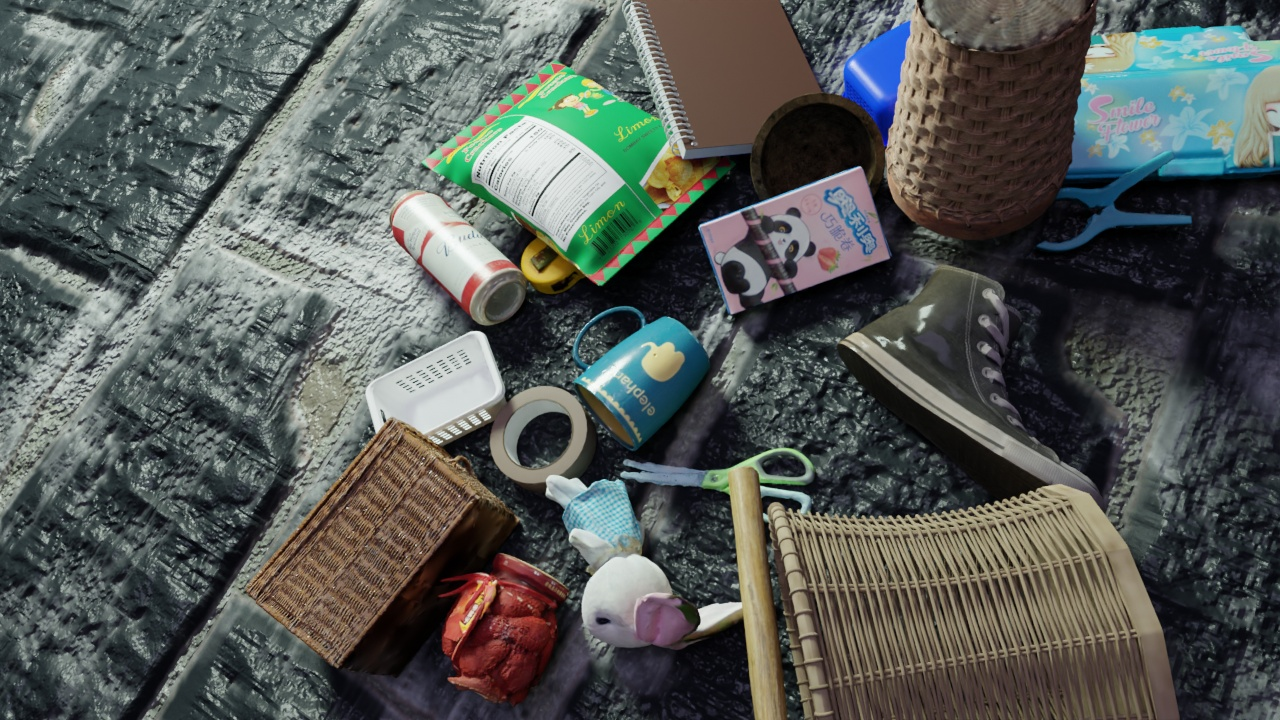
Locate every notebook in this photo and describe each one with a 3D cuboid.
[{"bbox_3d":[0.088,-0.293,0.928,0.171,0.022,0.209,-9,62,-14],"label":"notebook"}]

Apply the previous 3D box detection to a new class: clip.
[{"bbox_3d":[0.397,-0.114,0.779,0.127,0.028,0.113,-6,89,18],"label":"clip"}]

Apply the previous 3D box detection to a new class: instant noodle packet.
[{"bbox_3d":[-0.064,-0.197,0.917,0.253,0.090,0.195,36,67,24],"label":"instant noodle packet"}]

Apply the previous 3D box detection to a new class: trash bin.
[{"bbox_3d":[0.267,-0.210,0.713,0.151,0.210,0.151,-6,65,13],"label":"trash bin"}]

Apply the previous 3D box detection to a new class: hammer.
[{"bbox_3d":[0.091,0.237,0.652,0.033,0.132,0.329,-9,66,9],"label":"hammer"}]

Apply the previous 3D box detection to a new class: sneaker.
[{"bbox_3d":[0.282,0.024,0.725,0.120,0.095,0.235,-42,55,-5],"label":"sneaker"}]

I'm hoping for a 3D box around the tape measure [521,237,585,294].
[{"bbox_3d":[-0.090,-0.099,0.922,0.059,0.030,0.068,-41,61,-7],"label":"tape measure"}]

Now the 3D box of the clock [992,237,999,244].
[{"bbox_3d":[0.288,-0.164,0.831,0.124,0.044,0.087,36,80,27],"label":"clock"}]

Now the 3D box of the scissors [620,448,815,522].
[{"bbox_3d":[0.064,0.100,0.797,0.176,0.033,0.072,7,72,16],"label":"scissors"}]

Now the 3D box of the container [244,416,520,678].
[{"bbox_3d":[-0.214,0.164,0.792,0.113,0.114,0.198,34,80,23],"label":"container"}]

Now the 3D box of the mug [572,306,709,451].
[{"bbox_3d":[-0.005,0.005,0.813,0.104,0.084,0.112,-41,87,-14],"label":"mug"}]

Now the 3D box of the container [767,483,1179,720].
[{"bbox_3d":[0.202,0.190,0.603,0.196,0.227,0.226,-11,64,4],"label":"container"}]

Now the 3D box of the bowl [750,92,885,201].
[{"bbox_3d":[0.162,-0.186,0.860,0.121,0.056,0.121,1,103,3],"label":"bowl"}]

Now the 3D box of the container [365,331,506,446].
[{"bbox_3d":[-0.188,0.037,0.877,0.129,0.049,0.080,-26,62,4],"label":"container"}]

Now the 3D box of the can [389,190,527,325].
[{"bbox_3d":[-0.187,-0.106,0.933,0.067,0.067,0.170,-44,62,-6],"label":"can"}]

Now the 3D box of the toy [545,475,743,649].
[{"bbox_3d":[-0.024,0.170,0.747,0.205,0.131,0.106,41,98,34],"label":"toy"}]

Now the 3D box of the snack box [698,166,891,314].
[{"bbox_3d":[0.139,-0.108,0.831,0.154,0.033,0.088,-19,100,8],"label":"snack box"}]

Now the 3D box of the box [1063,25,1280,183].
[{"bbox_3d":[0.474,-0.238,0.799,0.227,0.074,0.180,1,68,17],"label":"box"}]

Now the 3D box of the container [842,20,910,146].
[{"bbox_3d":[0.257,-0.273,0.881,0.114,0.058,0.096,-30,62,2],"label":"container"}]

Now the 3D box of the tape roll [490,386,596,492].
[{"bbox_3d":[-0.089,0.072,0.843,0.094,0.030,0.093,-6,65,14],"label":"tape roll"}]

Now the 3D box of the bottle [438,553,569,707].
[{"bbox_3d":[-0.118,0.219,0.749,0.099,0.099,0.111,19,68,23],"label":"bottle"}]
